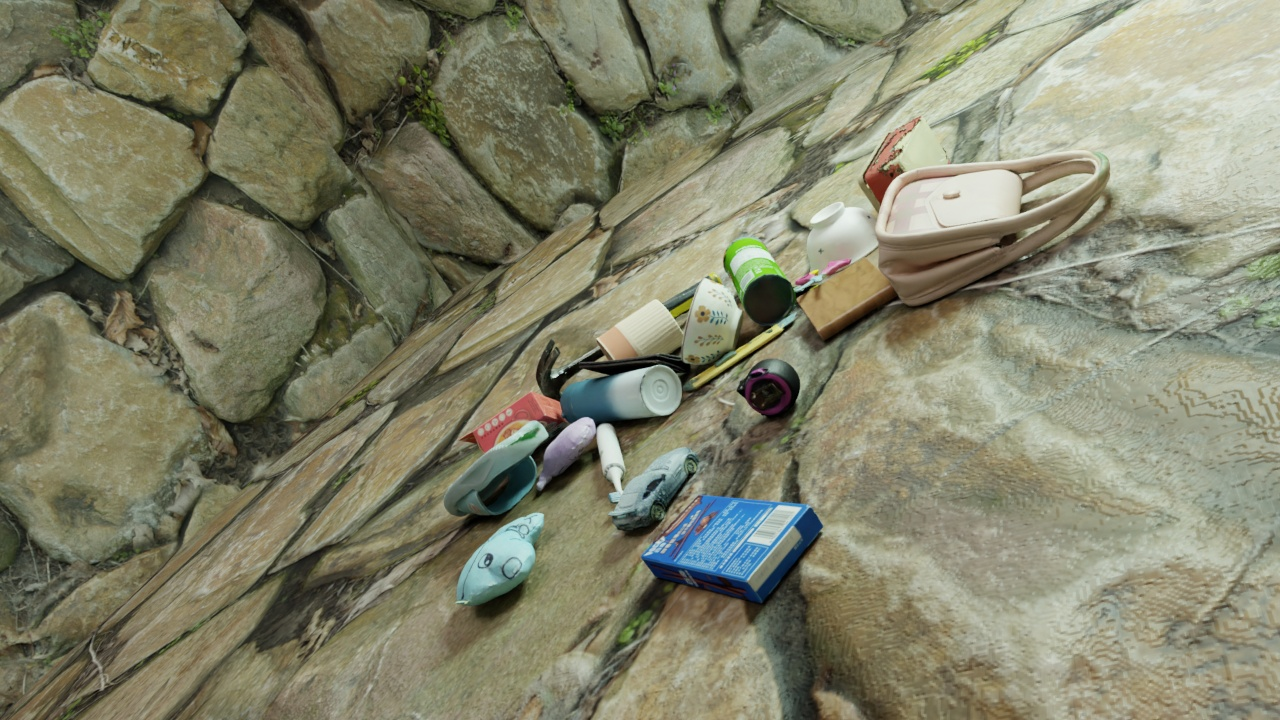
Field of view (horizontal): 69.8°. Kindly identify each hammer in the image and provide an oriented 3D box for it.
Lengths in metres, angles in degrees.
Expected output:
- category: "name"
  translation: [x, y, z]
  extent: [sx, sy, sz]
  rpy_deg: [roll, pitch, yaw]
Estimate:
- category: "hammer"
  translation: [-0.015, -0.042, 1.399]
  extent: [0.323, 0.126, 0.032]
  rpy_deg: [-31, 50, -7]

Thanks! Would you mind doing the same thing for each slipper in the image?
- category: "slipper"
  translation: [-0.177, 0.152, 1.195]
  extent: [0.103, 0.074, 0.246]
  rpy_deg: [-37, -4, -38]

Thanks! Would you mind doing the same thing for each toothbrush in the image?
- category: "toothbrush"
  translation: [-0.033, 0.122, 1.082]
  extent: [0.026, 0.027, 0.221]
  rpy_deg: [-6, 16, -5]

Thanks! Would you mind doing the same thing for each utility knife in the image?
- category: "utility knife"
  translation: [0.127, -0.008, 1.156]
  extent: [0.173, 0.019, 0.031]
  rpy_deg: [-30, 22, 4]

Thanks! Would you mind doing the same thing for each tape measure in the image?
- category: "tape measure"
  translation: [0.134, 0.029, 0.946]
  extent: [0.058, 0.057, 0.039]
  rpy_deg: [-44, 5, 35]

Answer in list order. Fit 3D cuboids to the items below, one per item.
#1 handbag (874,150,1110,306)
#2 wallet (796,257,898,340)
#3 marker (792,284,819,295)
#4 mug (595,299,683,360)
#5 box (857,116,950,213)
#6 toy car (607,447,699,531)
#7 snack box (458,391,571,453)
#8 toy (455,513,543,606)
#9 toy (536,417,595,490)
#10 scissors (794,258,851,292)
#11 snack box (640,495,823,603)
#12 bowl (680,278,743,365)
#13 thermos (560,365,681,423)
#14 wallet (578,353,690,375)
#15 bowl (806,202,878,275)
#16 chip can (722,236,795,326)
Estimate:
- category: "handbag"
  translation: [0.375, -0.160, 0.976]
  extent: [0.235, 0.093, 0.192]
  rpy_deg: [-16, 25, 33]
- category: "wallet"
  translation: [0.239, -0.075, 1.074]
  extent: [0.101, 0.020, 0.115]
  rpy_deg: [-32, 24, 9]
- category: "marker"
  translation: [0.220, -0.089, 1.188]
  extent: [0.018, 0.015, 0.124]
  rpy_deg: [-34, 12, -12]
- category: "mug"
  translation: [0.002, -0.024, 1.349]
  extent: [0.106, 0.081, 0.114]
  rpy_deg: [-35, -14, -6]
- category: "box"
  translation: [0.365, -0.263, 1.241]
  extent: [0.079, 0.091, 0.167]
  rpy_deg: [-26, 18, 41]
- category: "toy car"
  translation: [0.014, 0.130, 0.948]
  extent: [0.054, 0.037, 0.120]
  rpy_deg: [-18, 20, 47]
- category: "snack box"
  translation: [-0.176, 0.102, 1.305]
  extent: [0.127, 0.044, 0.113]
  rpy_deg: [-34, -17, 8]
- category: "toy"
  translation: [-0.156, 0.221, 1.011]
  extent: [0.162, 0.050, 0.155]
  rpy_deg: [-25, 16, 48]
- category: "toy"
  translation: [-0.095, 0.115, 1.184]
  extent: [0.108, 0.039, 0.083]
  rpy_deg: [-45, 12, 33]
- category: "scissors"
  translation: [0.230, -0.108, 1.148]
  extent: [0.096, 0.017, 0.137]
  rpy_deg: [-24, 4, 10]
- category: "snack box"
  translation: [0.073, 0.154, 0.772]
  extent: [0.084, 0.026, 0.157]
  rpy_deg: [-43, 18, -26]
- category: "bowl"
  translation: [0.097, -0.045, 1.187]
  extent: [0.062, 0.114, 0.113]
  rpy_deg: [14, 33, 11]
- category: "thermos"
  translation: [-0.034, 0.048, 1.220]
  extent: [0.070, 0.070, 0.221]
  rpy_deg: [-45, 19, -30]
- category: "wallet"
  translation: [-0.007, 0.007, 1.222]
  extent: [0.122, 0.020, 0.096]
  rpy_deg: [-5, -11, 29]
- category: "bowl"
  translation: [0.267, -0.174, 1.240]
  extent: [0.118, 0.065, 0.118]
  rpy_deg: [-32, 16, 10]
- category: "chip can"
  translation: [0.161, -0.114, 1.270]
  extent: [0.072, 0.072, 0.235]
  rpy_deg: [-33, 16, 10]
